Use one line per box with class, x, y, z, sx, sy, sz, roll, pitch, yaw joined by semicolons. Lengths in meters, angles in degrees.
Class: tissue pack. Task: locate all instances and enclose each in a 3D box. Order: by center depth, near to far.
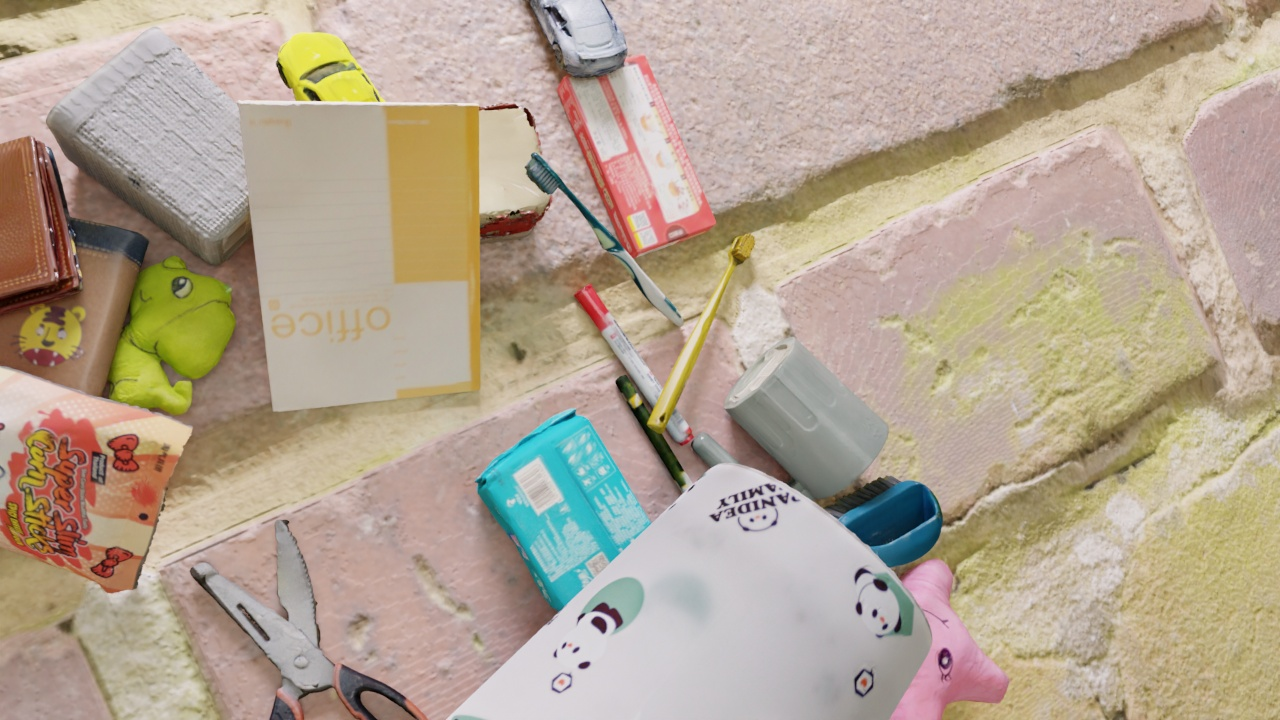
tissue pack;-0.050;0.112;0.661;0.093;0.050;0.133;-33;93;-24

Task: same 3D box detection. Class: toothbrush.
toothbrush;-0.023;-0.082;0.682;0.018;0.016;0.191;-51;126;-10
toothbrush;0.034;0.090;0.716;0.017;0.012;0.186;-33;93;-28
toothbrush;0.051;-0.026;0.727;0.015;0.017;0.189;33;65;-15

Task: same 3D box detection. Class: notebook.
notebook;-0.178;-0.065;0.607;0.145;0.010;0.207;-5;116;-21

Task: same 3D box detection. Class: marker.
marker;-0.004;0.004;0.714;0.017;0.017;0.145;-36;95;-22

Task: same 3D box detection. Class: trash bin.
trash bin;0.033;0.216;0.574;0.229;0.230;0.251;47;71;-7

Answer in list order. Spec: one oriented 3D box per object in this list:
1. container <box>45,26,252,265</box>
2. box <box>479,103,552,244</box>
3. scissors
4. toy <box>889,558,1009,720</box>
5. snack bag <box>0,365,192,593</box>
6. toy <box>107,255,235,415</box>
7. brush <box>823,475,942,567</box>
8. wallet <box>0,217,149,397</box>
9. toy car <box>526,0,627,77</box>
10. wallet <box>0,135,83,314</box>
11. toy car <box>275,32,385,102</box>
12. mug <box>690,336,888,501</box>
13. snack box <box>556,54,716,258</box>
container;-0.294;-0.131;0.593;0.114;0.090;0.090;42;70;-12
box;-0.152;-0.126;0.648;0.168;0.078;0.091;-12;84;-21
scissors;-0.214;0.220;0.602;0.189;0.015;0.226;15;77;-17
toy;0.203;0.238;0.714;0.194;0.075;0.178;8;58;-16
snack bag;-0.382;0.055;0.533;0.208;0.073;0.129;24;109;-12
toy;-0.308;-0.014;0.598;0.100;0.031;0.096;-32;88;-16
brush;0.189;0.133;0.715;0.143;0.074;0.055;-17;107;-41
wallet;-0.364;-0.031;0.570;0.090;0.033;0.115;9;79;4
toy car;-0.053;-0.273;0.720;0.054;0.037;0.120;-21;70;-20
wallet;-0.405;-0.072;0.548;0.124;0.032;0.101;-18;76;-1
toy car;-0.199;-0.176;0.600;0.048;0.032;0.105;-31;77;-22
mug;0.114;0.058;0.721;0.103;0.083;0.124;44;95;-7
snack box;-0.003;-0.164;0.737;0.075;0.025;0.153;-23;89;-22
